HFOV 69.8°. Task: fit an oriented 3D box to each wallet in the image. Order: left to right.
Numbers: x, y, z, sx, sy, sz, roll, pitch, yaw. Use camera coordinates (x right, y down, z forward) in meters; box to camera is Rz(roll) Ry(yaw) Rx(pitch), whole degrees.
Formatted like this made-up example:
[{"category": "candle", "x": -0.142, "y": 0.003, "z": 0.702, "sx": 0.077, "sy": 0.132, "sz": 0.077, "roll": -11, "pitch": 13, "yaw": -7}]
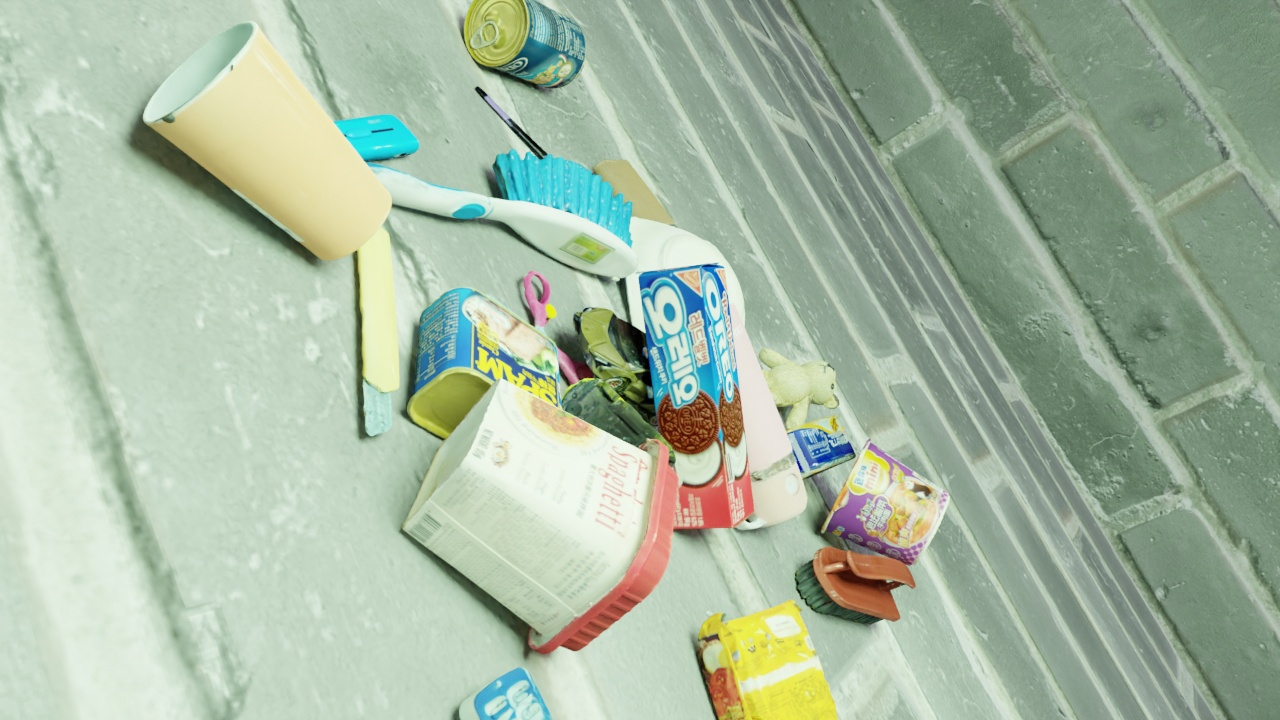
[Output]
[{"category": "wallet", "x": -0.001, "y": -0.162, "z": 0.979, "sx": 0.115, "sy": 0.033, "sz": 0.090, "roll": 56, "pitch": 23, "yaw": 0}]

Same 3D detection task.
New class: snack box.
[{"category": "snack box", "x": 0.044, "y": 0.027, "z": 0.728, "sx": 0.057, "sy": 0.058, "sz": 0.207, "roll": -13, "pitch": 96, "yaw": -63}]

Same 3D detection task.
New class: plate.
[{"category": "plate", "x": 0.053, "y": -0.069, "z": 0.910, "sx": 0.163, "sy": 0.034, "sz": 0.164, "roll": 11, "pitch": 60, "yaw": -40}]

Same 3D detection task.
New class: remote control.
[{"category": "remote control", "x": -0.050, "y": 0.223, "z": 0.469, "sx": 0.125, "sy": 0.024, "sz": 0.049, "roll": 61, "pitch": 26, "yaw": 10}]

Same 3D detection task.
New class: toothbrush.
[{"category": "toothbrush", "x": -0.088, "y": -0.195, "z": 0.886, "sx": 0.189, "sy": 0.017, "sz": 0.014, "roll": 44, "pitch": 29, "yaw": -21}]

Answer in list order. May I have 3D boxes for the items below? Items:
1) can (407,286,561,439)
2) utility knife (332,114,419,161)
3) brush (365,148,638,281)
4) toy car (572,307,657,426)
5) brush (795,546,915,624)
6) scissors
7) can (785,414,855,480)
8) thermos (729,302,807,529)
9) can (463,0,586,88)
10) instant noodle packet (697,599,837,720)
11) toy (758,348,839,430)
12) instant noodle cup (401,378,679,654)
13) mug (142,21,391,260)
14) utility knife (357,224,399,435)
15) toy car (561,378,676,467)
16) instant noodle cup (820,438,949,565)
[{"category": "can", "x": -0.097, "y": 0.011, "z": 0.592, "sx": 0.102, "sy": 0.057, "sz": 0.083, "roll": 36, "pitch": 31, "yaw": -36}, {"category": "utility knife", "x": -0.211, "y": -0.145, "z": 0.616, "sx": 0.034, "sy": 0.018, "sz": 0.181, "roll": 56, "pitch": 27, "yaw": -3}, {"category": "brush", "x": -0.106, "y": -0.131, "z": 0.746, "sx": 0.314, "sy": 0.061, "sz": 0.109, "roll": 21, "pitch": 47, "yaw": -46}, {"category": "toy car", "x": -0.005, "y": 0.004, "z": 0.758, "sx": 0.158, "sy": 0.042, "sz": 0.070, "roll": 32, "pitch": 34, "yaw": -55}, {"category": "brush", "x": 0.207, "y": 0.209, "z": 0.874, "sx": 0.145, "sy": 0.069, "sz": 0.063, "roll": 26, "pitch": 38, "yaw": -46}, {"category": "scissors", "x": -0.073, "y": -0.016, "z": 0.708, "sx": 0.134, "sy": 0.017, "sz": 0.133, "roll": 44, "pitch": 29, "yaw": -32}, {"category": "can", "x": 0.168, "y": 0.093, "z": 0.935, "sx": 0.148, "sy": 0.075, "sz": 0.049, "roll": -2, "pitch": 66, "yaw": -60}, {"category": "thermos", "x": 0.083, "y": 0.053, "z": 0.825, "sx": 0.087, "sy": 0.067, "sz": 0.198, "roll": -21, "pitch": 91, "yaw": -37}, {"category": "can", "x": -0.112, "y": -0.320, "z": 0.916, "sx": 0.111, "sy": 0.075, "sz": 0.075, "roll": -8, "pitch": 67, "yaw": -62}, {"category": "instant noodle packet", "x": 0.098, "y": 0.239, "z": 0.683, "sx": 0.128, "sy": 0.044, "sz": 0.110, "roll": 10, "pitch": 58, "yaw": -52}, {"category": "toy", "x": 0.154, "y": 0.024, "z": 0.999, "sx": 0.157, "sy": 0.066, "sz": 0.105, "roll": 2, "pitch": 50, "yaw": -40}, {"category": "instant noodle cup", "x": -0.057, "y": 0.084, "z": 0.527, "sx": 0.124, "sy": 0.117, "sz": 0.116, "roll": 35, "pitch": 32, "yaw": -16}, {"category": "mug", "x": -0.204, "y": -0.117, "z": 0.522, "sx": 0.123, "sy": 0.078, "sz": 0.078, "roll": 51, "pitch": 24, "yaw": -40}, {"category": "utility knife", "x": -0.162, "y": -0.029, "z": 0.566, "sx": 0.031, "sy": 0.019, "sz": 0.183, "roll": 25, "pitch": 34, "yaw": -41}, {"category": "toy car", "x": -0.019, "y": 0.054, "z": 0.690, "sx": 0.105, "sy": 0.048, "sz": 0.032, "roll": 45, "pitch": 1, "yaw": -22}, {"category": "instant noodle cup", "x": 0.251, "y": 0.150, "z": 0.933, "sx": 0.099, "sy": 0.112, "sz": 0.111, "roll": 29, "pitch": 22, "yaw": 14}]
